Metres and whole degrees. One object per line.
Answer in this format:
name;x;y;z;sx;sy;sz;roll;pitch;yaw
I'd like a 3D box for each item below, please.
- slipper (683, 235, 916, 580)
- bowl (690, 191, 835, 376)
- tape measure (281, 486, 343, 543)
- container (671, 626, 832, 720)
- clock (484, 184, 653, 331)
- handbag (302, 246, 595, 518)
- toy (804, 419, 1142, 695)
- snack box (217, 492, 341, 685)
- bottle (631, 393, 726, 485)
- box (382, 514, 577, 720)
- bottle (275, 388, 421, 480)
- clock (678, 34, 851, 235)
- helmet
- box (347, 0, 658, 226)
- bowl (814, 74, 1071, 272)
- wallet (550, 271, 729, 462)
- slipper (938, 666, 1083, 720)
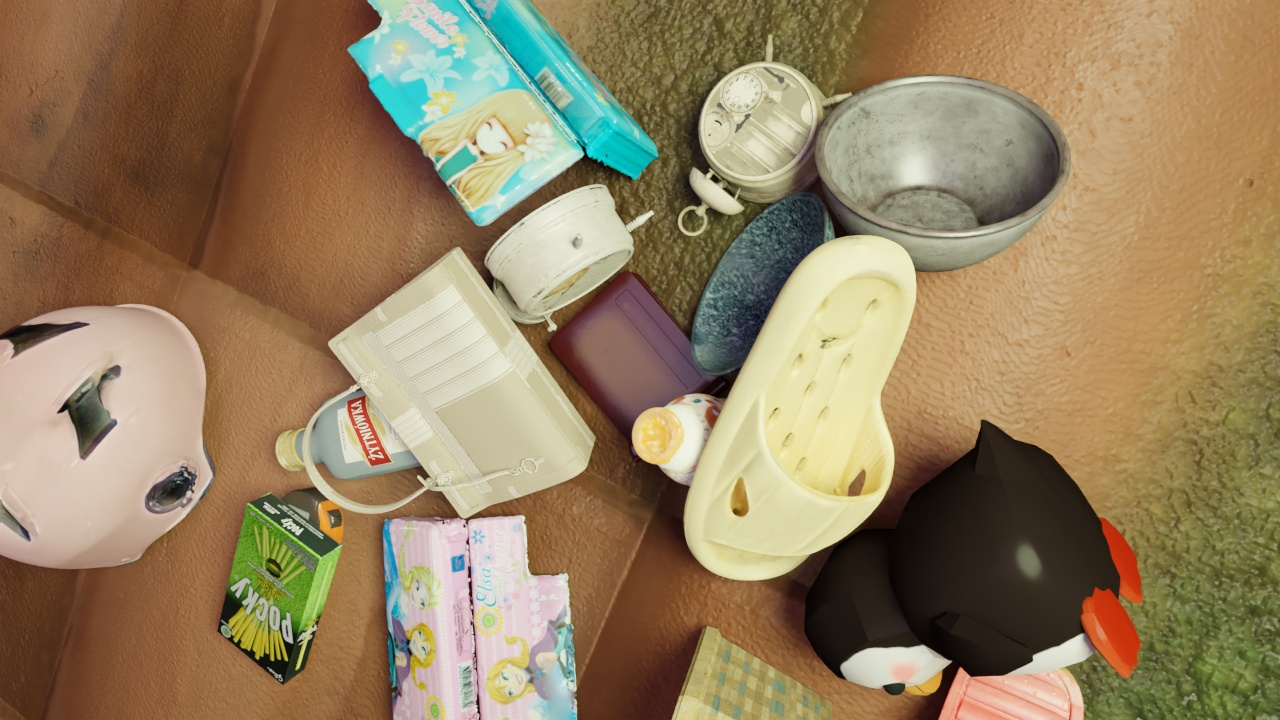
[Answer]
slipper;0.102;0.053;0.552;0.079;0.111;0.262;-117;36;-53
bowl;0.097;-0.039;0.613;0.057;0.137;0.137;29;102;-21
tape measure;-0.283;0.138;0.779;0.058;0.038;0.059;20;97;20
container;0.011;0.312;0.606;0.186;0.157;0.250;14;95;10
clock;-0.065;-0.063;0.674;0.157;0.103;0.061;-37;83;43
handbag;-0.165;0.045;0.679;0.198;0.062;0.175;-30;105;15
toy;0.175;0.129;0.553;0.185;0.158;0.140;-35;90;35
snack box;-0.305;0.193;0.770;0.080;0.025;0.148;31;117;15
bottle;0.036;0.054;0.616;0.063;0.109;0.063;-4;82;30
box;-0.131;0.236;0.710;0.161;0.062;0.230;-5;88;21
bottle;-0.226;0.060;0.753;0.161;0.046;0.072;-14;85;21
clock;0.073;-0.145;0.635;0.093;0.054;0.141;42;101;16
helmet;-0.514;0.061;0.817;0.255;0.152;0.230;-47;71;8
box;-0.102;-0.216;0.650;0.227;0.169;0.085;52;139;14
bowl;0.180;-0.106;0.568;0.145;0.067;0.144;-4;52;5
wallet;-0.004;0.004;0.685;0.092;0.018;0.115;-42;78;15
slipper;0.199;0.294;0.552;0.104;0.059;0.248;16;65;21
